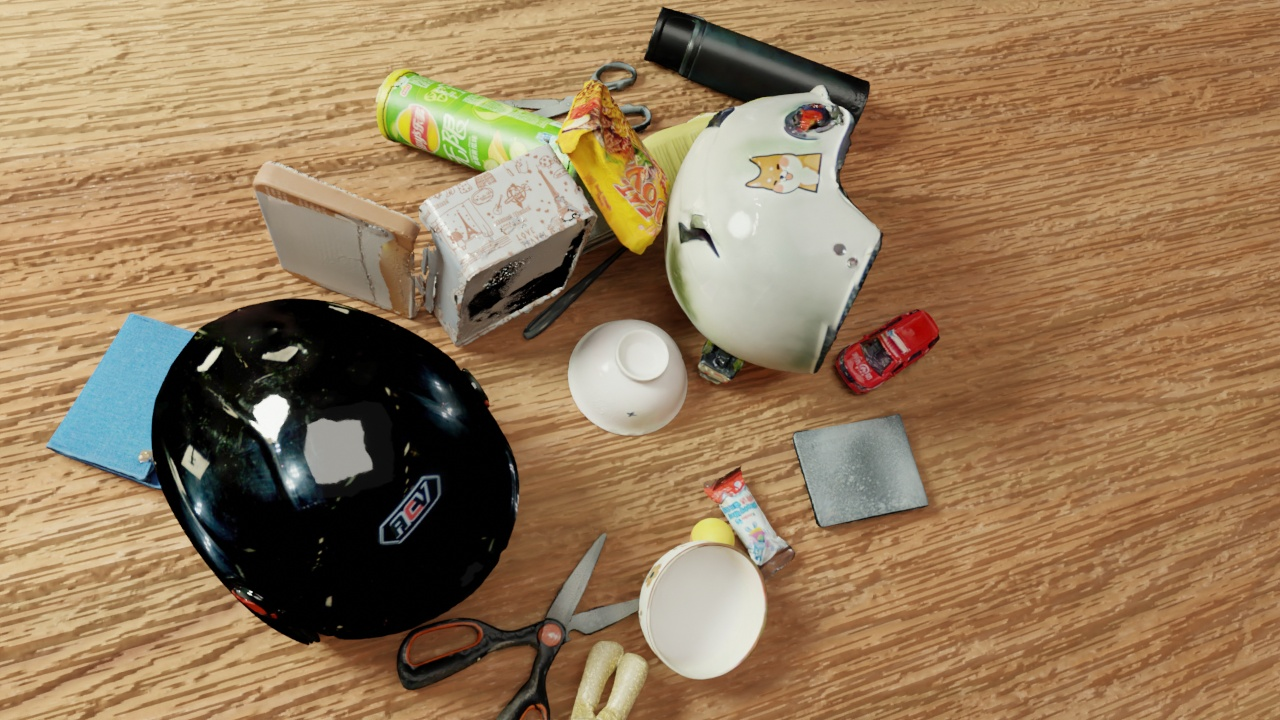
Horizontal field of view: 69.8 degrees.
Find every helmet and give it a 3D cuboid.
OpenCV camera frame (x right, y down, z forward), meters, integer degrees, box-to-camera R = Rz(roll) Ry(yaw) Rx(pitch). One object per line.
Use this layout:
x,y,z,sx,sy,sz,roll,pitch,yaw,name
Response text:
-0.227,0.077,0.691,0.275,0.230,0.233,21,59,38,helmet
0.098,-0.120,0.833,0.157,0.230,0.273,-1,62,-8,helmet

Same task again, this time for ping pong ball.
0.065,0.163,0.828,0.040,0.040,0.040,4,69,-12,ping pong ball

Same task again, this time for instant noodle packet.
-0.019,-0.169,0.800,0.128,0.044,0.110,54,31,-30,instant noodle packet

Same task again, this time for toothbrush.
-0.051,-0.080,0.908,0.015,0.018,0.180,45,68,1,toothbrush

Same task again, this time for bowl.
-0.005,0.005,0.859,0.118,0.065,0.118,4,68,-11,bowl
0.046,0.209,0.787,0.113,0.062,0.113,1,88,-22,bowl

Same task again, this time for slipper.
0.073,-0.215,0.958,0.190,0.081,0.092,-23,112,-8,slipper

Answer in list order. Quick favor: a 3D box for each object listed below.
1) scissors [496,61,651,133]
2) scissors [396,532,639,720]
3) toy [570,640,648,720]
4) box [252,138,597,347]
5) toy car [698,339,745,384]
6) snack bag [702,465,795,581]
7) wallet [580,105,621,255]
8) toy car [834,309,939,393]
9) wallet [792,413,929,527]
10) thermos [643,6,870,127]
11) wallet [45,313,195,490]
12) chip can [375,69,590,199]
-0.070,-0.276,0.980,0.163,0.014,0.165,27,68,1,scissors
-0.096,0.242,0.770,0.225,0.022,0.220,14,68,-9,scissors
-0.041,0.305,0.736,0.105,0.066,0.157,19,67,8,toy
-0.182,-0.094,0.794,0.272,0.179,0.130,-3,72,-15,box
0.084,-0.017,0.904,0.042,0.035,0.090,28,52,-5,toy car
0.100,0.149,0.850,0.045,0.026,0.105,-28,80,-24,snack bag
-0.049,-0.178,0.906,0.107,0.037,0.129,-21,69,25,wallet
0.254,-0.012,0.937,0.120,0.045,0.053,-32,78,-20,toy car
0.215,0.107,0.898,0.120,0.019,0.097,-8,70,-15,wallet
0.130,-0.326,1.015,0.242,0.069,0.089,21,56,-5,thermos
-0.411,0.033,0.768,0.106,0.040,0.132,18,67,3,wallet
-0.141,-0.212,0.872,0.221,0.073,0.072,22,65,15,chip can
